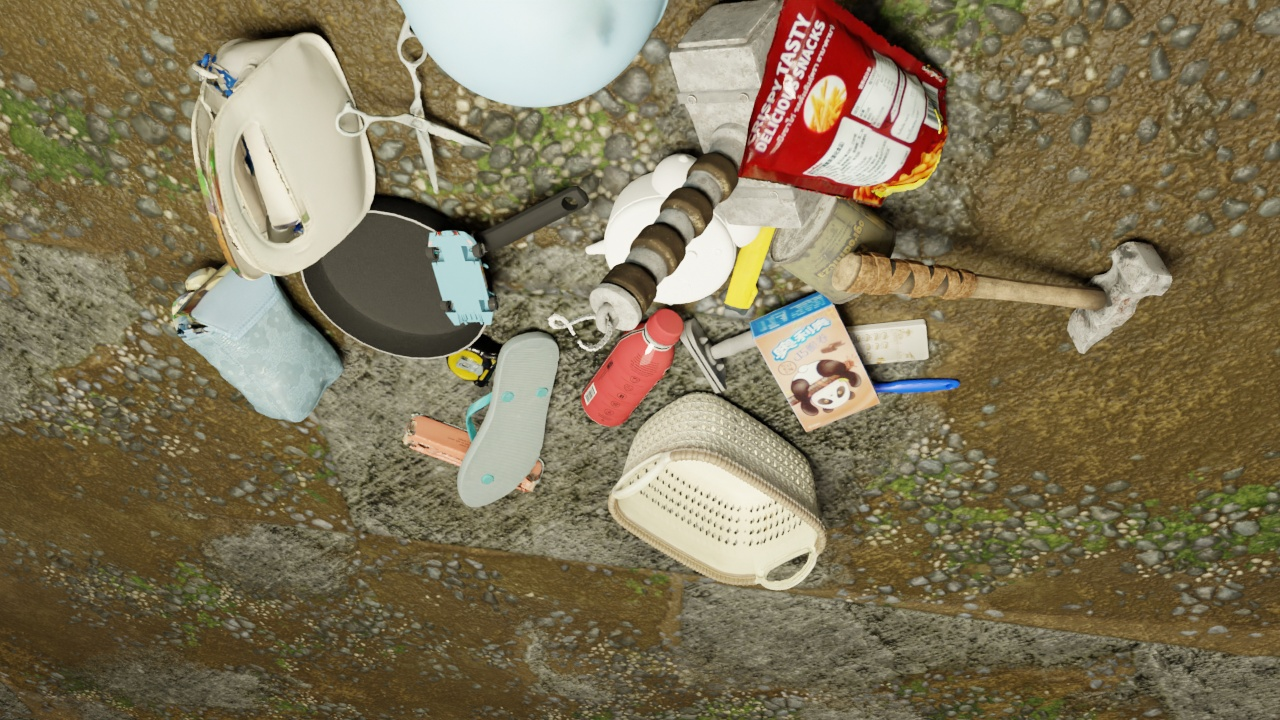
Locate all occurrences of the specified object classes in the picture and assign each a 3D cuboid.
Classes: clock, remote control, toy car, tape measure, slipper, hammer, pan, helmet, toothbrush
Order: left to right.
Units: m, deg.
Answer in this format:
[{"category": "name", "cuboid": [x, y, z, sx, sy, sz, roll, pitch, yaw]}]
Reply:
[{"category": "pan", "cuboid": [-0.196, -0.110, 0.947, 0.357, 0.044, 0.204, -21, 127, 29]}, {"category": "toy car", "cuboid": [-0.175, -0.087, 0.914, 0.060, 0.027, 0.108, 0, 126, 13]}, {"category": "tape measure", "cuboid": [-0.194, -0.001, 1.062, 0.061, 0.034, 0.062, 26, 133, -12]}, {"category": "slipper", "cuboid": [-0.158, 0.067, 1.105, 0.098, 0.054, 0.269, 1, 129, -32]}, {"category": "helmet", "cuboid": [-0.082, -0.289, 0.663, 0.225, 0.166, 0.266, 3, 145, -5]}, {"category": "clock", "cuboid": [0.030, -0.113, 0.875, 0.125, 0.072, 0.161, 31, 133, -18]}, {"category": "hammer", "cuboid": [0.039, -0.117, 0.697, 0.080, 0.325, 0.177, 10, 141, 35]}, {"category": "remote control", "cuboid": [0.234, -0.016, 0.976, 0.136, 0.011, 0.050, -6, 133, 17]}, {"category": "toothbrush", "cuboid": [0.257, 0.029, 1.016, 0.183, 0.018, 0.016, -4, 134, 11]}, {"category": "hammer", "cuboid": [0.317, -0.064, 0.823, 0.318, 0.048, 0.122, 4, 142, -19]}]

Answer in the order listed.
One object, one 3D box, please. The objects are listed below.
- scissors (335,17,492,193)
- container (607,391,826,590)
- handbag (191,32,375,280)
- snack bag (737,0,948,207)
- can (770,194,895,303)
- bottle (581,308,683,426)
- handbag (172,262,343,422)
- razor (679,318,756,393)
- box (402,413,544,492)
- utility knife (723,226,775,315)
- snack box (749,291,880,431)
[{"category": "scissors", "cuboid": [-0.203, -0.230, 0.830, 0.141, 0.014, 0.175, -3, 126, -18]}, {"category": "container", "cuboid": [0.094, 0.153, 1.081, 0.246, 0.142, 0.185, 35, 131, -22]}, {"category": "handbag", "cuboid": [-0.329, -0.171, 0.806, 0.093, 0.199, 0.201, 3, 133, 14]}, {"category": "snack bag", "cuboid": [0.161, -0.188, 0.708, 0.207, 0.066, 0.139, 3, 117, -46]}, {"category": "can", "cuboid": [0.176, -0.108, 0.839, 0.074, 0.089, 0.090, 31, 132, -19]}, {"category": "bottle", "cuboid": [-0.006, 0.006, 0.998, 0.062, 0.062, 0.177, 24, 140, -12]}, {"category": "handbag", "cuboid": [-0.437, -0.024, 1.040, 0.119, 0.121, 0.192, 3, 139, 33]}, {"category": "razor", "cuboid": [0.112, -0.021, 0.979, 0.116, 0.047, 0.088, -21, 127, 19]}, {"category": "box", "cuboid": [-0.218, 0.124, 1.188, 0.186, 0.059, 0.056, 24, 167, -11]}, {"category": "utility knife", "cuboid": [0.113, -0.104, 0.909, 0.030, 0.017, 0.152, 9, 137, -5]}, {"category": "snack box", "cuboid": [0.184, 0.003, 0.959, 0.087, 0.034, 0.151, -24, 126, 15]}]
